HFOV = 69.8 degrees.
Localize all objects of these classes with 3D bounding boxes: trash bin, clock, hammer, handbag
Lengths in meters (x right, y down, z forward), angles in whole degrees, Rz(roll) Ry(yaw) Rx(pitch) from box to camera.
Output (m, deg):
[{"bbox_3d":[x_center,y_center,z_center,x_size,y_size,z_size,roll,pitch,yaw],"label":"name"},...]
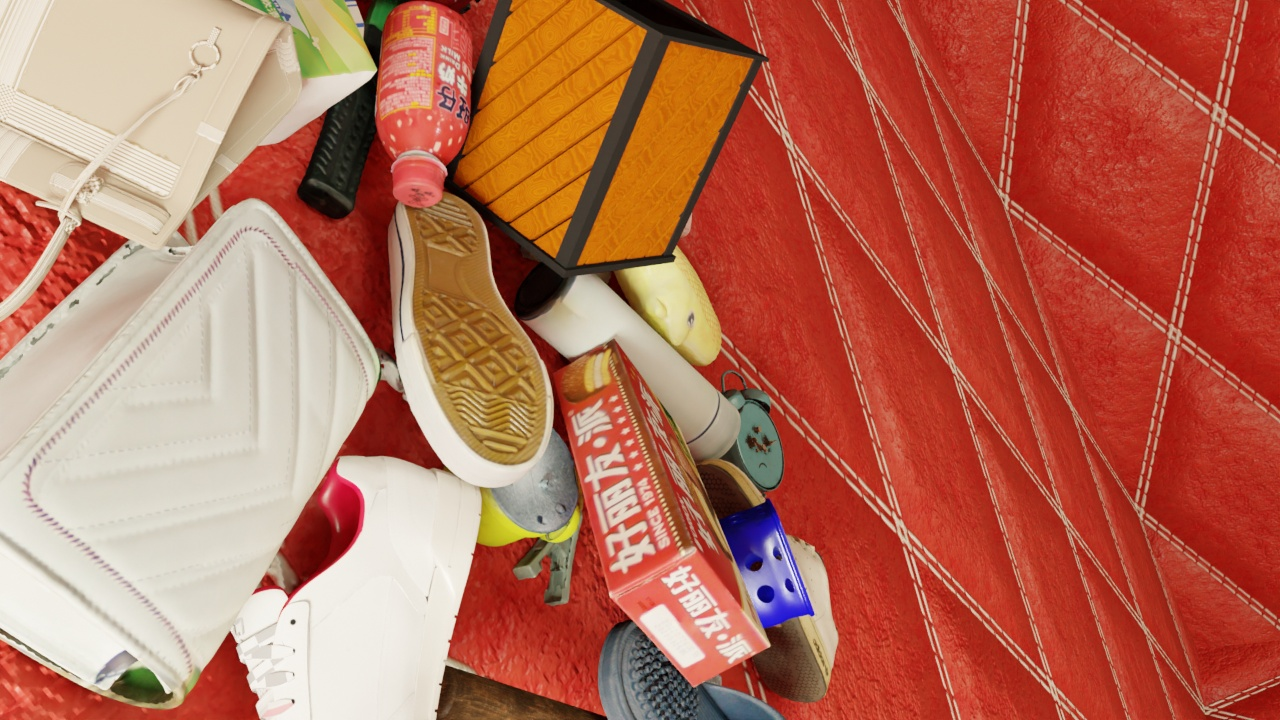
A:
[{"bbox_3d":[-0.030,-0.177,0.673,0.140,0.172,0.139,38,29,24],"label":"trash bin"},{"bbox_3d":[-0.078,0.082,0.618,0.119,0.057,0.083,11,59,-49],"label":"clock"},{"bbox_3d":[0.096,0.071,0.881,0.090,0.053,0.124,6,68,-54],"label":"clock"},{"bbox_3d":[-0.187,-0.232,0.662,0.130,0.032,0.318,37,46,-40],"label":"hammer"},{"bbox_3d":[-0.215,0.036,0.425,0.198,0.096,0.142,-71,145,-45],"label":"handbag"},{"bbox_3d":[-0.033,0.279,0.576,0.300,0.037,0.217,40,43,-45],"label":"hammer"},{"bbox_3d":[-0.278,-0.097,0.397,0.175,0.062,0.197,25,71,-6],"label":"handbag"}]

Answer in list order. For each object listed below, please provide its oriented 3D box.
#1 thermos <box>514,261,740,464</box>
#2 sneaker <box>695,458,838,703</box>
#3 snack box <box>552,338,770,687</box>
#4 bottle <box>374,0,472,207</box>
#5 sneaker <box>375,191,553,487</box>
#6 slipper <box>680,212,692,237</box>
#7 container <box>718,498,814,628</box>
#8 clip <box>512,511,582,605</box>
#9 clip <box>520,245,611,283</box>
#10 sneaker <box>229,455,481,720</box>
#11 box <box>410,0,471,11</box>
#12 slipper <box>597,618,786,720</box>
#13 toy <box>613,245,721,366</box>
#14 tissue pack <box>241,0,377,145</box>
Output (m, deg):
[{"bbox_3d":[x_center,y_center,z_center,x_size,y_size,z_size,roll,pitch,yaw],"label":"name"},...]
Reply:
[{"bbox_3d":[-0.005,0.004,0.762,0.230,0.068,0.067,43,42,-35],"label":"thermos"},{"bbox_3d":[0.122,0.182,0.823,0.102,0.089,0.241,-38,109,-46],"label":"sneaker"},{"bbox_3d":[0.007,0.094,0.637,0.113,0.060,0.236,55,7,-34],"label":"snack box"},{"bbox_3d":[-0.144,-0.167,0.607,0.062,0.062,0.137,24,56,-47],"label":"bottle"},{"bbox_3d":[-0.125,-0.008,0.578,0.118,0.088,0.240,12,39,-34],"label":"sneaker"},{"bbox_3d":[-0.005,-0.183,0.870,0.221,0.056,0.106,28,52,-57],"label":"slipper"},{"bbox_3d":[0.062,0.168,0.707,0.085,0.113,0.084,-8,77,-87],"label":"container"},{"bbox_3d":[-0.060,0.133,0.655,0.061,0.023,0.075,51,40,-28],"label":"clip"},{"bbox_3d":[-0.065,-0.101,0.781,0.101,0.044,0.054,15,73,-52],"label":"clip"},{"bbox_3d":[-0.158,0.157,0.460,0.104,0.091,0.236,22,61,-23],"label":"sneaker"},{"bbox_3d":[-0.132,-0.340,0.630,0.136,0.158,0.127,3,67,-55],"label":"box"},{"bbox_3d":[0.067,0.272,0.631,0.264,0.083,0.101,58,31,-24],"label":"slipper"},{"bbox_3d":[0.024,-0.063,0.829,0.170,0.065,0.154,55,12,-23],"label":"toy"},{"bbox_3d":[-0.230,-0.233,0.534,0.141,0.120,0.198,-37,111,-57],"label":"tissue pack"}]
